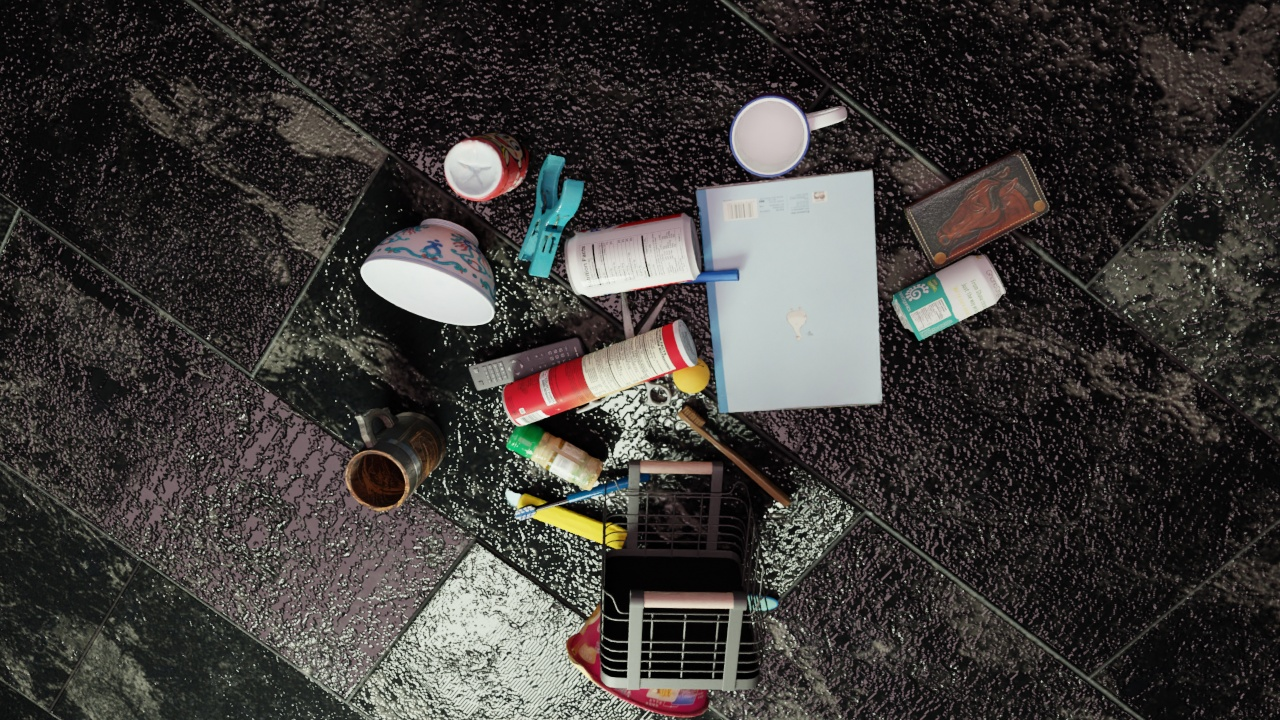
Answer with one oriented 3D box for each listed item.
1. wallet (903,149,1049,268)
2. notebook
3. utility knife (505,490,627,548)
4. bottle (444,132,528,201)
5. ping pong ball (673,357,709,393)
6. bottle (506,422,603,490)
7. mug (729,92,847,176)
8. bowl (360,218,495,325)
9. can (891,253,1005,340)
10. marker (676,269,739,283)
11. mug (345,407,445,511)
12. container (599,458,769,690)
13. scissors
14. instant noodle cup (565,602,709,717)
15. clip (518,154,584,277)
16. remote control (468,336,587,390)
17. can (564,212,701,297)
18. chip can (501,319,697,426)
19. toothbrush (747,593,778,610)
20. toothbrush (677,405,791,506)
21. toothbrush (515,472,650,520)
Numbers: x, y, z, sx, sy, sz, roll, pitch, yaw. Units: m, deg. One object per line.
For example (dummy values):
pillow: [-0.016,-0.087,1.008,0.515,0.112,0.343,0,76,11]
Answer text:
wallet: [0.334,-0.151,0.917,0.123,0.019,0.072,-28,105,16]
notebook: [0.160,-0.067,0.978,0.181,0.009,0.253,-3,108,11]
utility knife: [-0.086,0.190,1.098,0.165,0.017,0.030,19,105,2]
bottle: [-0.144,-0.197,0.914,0.062,0.137,0.062,3,109,9]
ping pong ball: [0.056,0.016,1.005,0.040,0.040,0.040,3,108,8]
bottle: [-0.098,0.108,1.059,0.111,0.043,0.043,29,110,-2]
mug: [0.144,-0.226,0.892,0.112,0.076,0.075,-14,105,13]
bowl: [-0.215,-0.103,0.979,0.144,0.144,0.074,14,70,4]
can: [0.311,-0.064,0.931,0.102,0.054,0.055,-28,102,17]
marker: [0.035,-0.087,0.983,0.142,0.013,0.013,-2,108,15]
mug: [-0.285,0.099,1.051,0.080,0.107,0.116,-12,106,12]
container: [0.040,0.222,0.971,0.163,0.241,0.130,1,116,-2]
scissors: [-0.022,-0.001,1.026,0.162,0.014,0.141,-26,105,17]
instant noodle cup: [0.011,0.326,1.056,0.178,0.178,0.078,23,93,1]
clip: [-0.101,-0.166,0.975,0.130,0.031,0.121,-49,51,44]
remote control: [-0.128,0.003,1.043,0.136,0.015,0.032,-14,105,13]
can: [-0.007,-0.109,0.958,0.132,0.070,0.070,-8,107,11]
chip can: [-0.047,0.016,1.001,0.215,0.051,0.052,-20,104,17]
toothbrush: [0.097,0.285,1.100,0.135,0.017,0.022,6,105,7]
toothbrush: [0.109,0.109,1.041,0.167,0.016,0.016,41,110,-5]
toothbrush: [-0.068,0.159,1.078,0.168,0.014,0.014,-18,93,9]
